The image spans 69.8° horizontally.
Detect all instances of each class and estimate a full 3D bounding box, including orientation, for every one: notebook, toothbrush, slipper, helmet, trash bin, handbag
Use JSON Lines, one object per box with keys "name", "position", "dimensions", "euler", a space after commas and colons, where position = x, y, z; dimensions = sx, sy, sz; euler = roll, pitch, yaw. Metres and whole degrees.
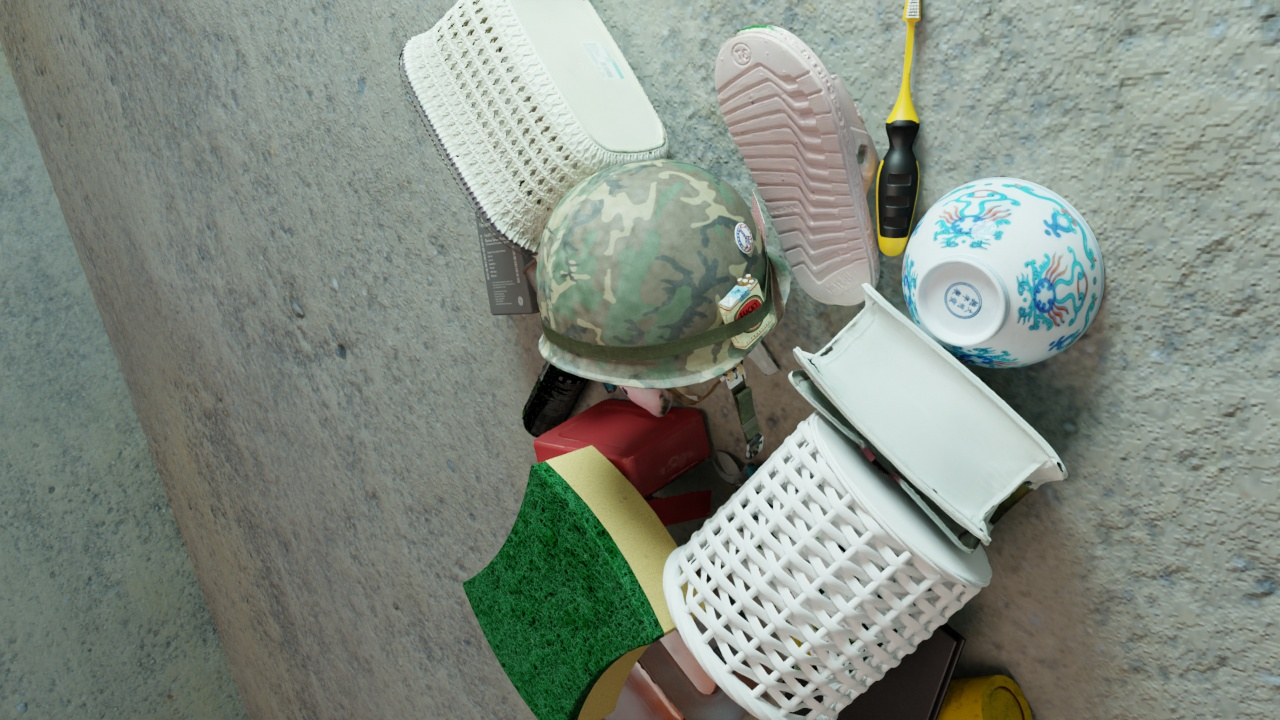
{"name": "notebook", "position": [0.202, 0.306, 0.860], "dimensions": [0.169, 0.019, 0.232], "euler": [38, 122, 52]}
{"name": "toothbrush", "position": [0.195, -0.174, 0.683], "dimensions": [0.031, 0.030, 0.197], "euler": [3, 111, 11]}
{"name": "slipper", "position": [0.139, -0.155, 0.724], "dimensions": [0.094, 0.064, 0.239], "euler": [3, 129, 42]}
{"name": "helmet", "position": [0.022, -0.049, 0.764], "dimensions": [0.193, 0.223, 0.237], "euler": [31, 128, 48]}
{"name": "trash bin", "position": [0.010, 0.373, 1.059], "dimensions": [0.181, 0.157, 0.261], "euler": [50, 136, 14]}
{"name": "handbag", "position": [0.212, 0.046, 0.703], "dimensions": [0.096, 0.142, 0.198], "euler": [-45, 72, 4]}

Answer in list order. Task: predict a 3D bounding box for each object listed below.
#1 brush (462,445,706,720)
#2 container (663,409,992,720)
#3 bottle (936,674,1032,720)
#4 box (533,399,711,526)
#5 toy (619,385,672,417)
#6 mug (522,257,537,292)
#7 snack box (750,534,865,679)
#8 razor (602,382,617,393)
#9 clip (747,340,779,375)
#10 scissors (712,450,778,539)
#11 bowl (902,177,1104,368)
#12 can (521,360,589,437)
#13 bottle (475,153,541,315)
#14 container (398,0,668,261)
{"name": "brush", "position": [-0.064, 0.231, 0.901], "dimensions": [0.195, 0.075, 0.251], "euler": [52, 132, 23]}
{"name": "container", "position": [0.148, 0.168, 0.746], "dimensions": [0.189, 0.189, 0.187], "euler": [47, 111, 17]}
{"name": "bottle", "position": [0.267, 0.334, 0.844], "dimensions": [0.164, 0.070, 0.071], "euler": [-32, 87, 49]}
{"name": "box", "position": [-0.020, 0.105, 0.968], "dimensions": [0.158, 0.135, 0.117], "euler": [9, 103, 43]}
{"name": "toy", "position": [-0.006, 0.006, 0.961], "dimensions": [0.096, 0.052, 0.099], "euler": [16, 122, 53]}
{"name": "mug", "position": [-0.044, -0.077, 0.938], "dimensions": [0.123, 0.096, 0.110], "euler": [-30, 94, 23]}
{"name": "snack box", "position": [0.156, 0.222, 0.889], "dimensions": [0.080, 0.025, 0.147], "euler": [-50, 50, 46]}
{"name": "razor", "position": [-0.062, -0.027, 1.016], "dimensions": [0.144, 0.022, 0.042], "euler": [60, 140, 14]}
{"name": "clip", "position": [0.084, -0.019, 0.874], "dimensions": [0.054, 0.040, 0.101], "euler": [-36, 83, 36]}
{"name": "scissors", "position": [0.119, 0.134, 0.899], "dimensions": [0.151, 0.019, 0.130], "euler": [-30, 66, 54]}
{"name": "bowl", "position": [0.245, -0.052, 0.660], "dimensions": [0.144, 0.074, 0.144], "euler": [23, 125, 36]}
{"name": "can", "position": [-0.097, 0.036, 1.065], "dimensions": [0.054, 0.053, 0.138], "euler": [47, 137, 16]}
{"name": "bottle", "position": [-0.140, -0.139, 1.011], "dimensions": [0.084, 0.046, 0.174], "euler": [2, 103, 49]}
{"name": "container", "position": [-0.090, -0.226, 0.836], "dimensions": [0.144, 0.184, 0.251], "euler": [-34, 84, 37]}
